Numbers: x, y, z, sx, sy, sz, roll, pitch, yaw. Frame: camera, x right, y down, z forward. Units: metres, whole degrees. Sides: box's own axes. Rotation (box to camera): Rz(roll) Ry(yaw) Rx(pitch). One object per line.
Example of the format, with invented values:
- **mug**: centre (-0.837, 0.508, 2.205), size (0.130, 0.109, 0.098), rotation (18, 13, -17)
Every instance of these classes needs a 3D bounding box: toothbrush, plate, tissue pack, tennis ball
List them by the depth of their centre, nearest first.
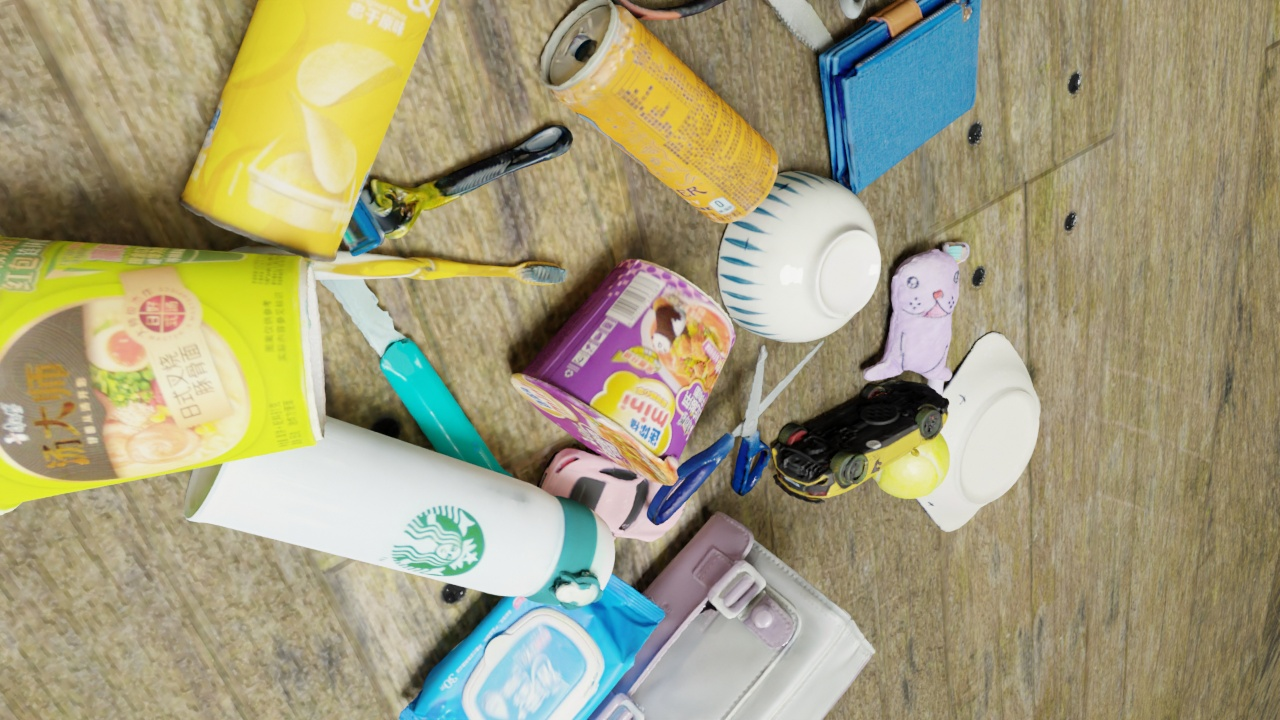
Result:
- **toothbrush**: centre (-0.116, -0.048, 0.478), size (0.191, 0.018, 0.016), rotation (-2, 98, -40)
- **tissue pack**: centre (-0.066, 0.192, 0.574), size (0.095, 0.052, 0.157), rotation (42, 80, 1)
- **tennis ball**: centre (0.218, 0.080, 0.746), size (0.065, 0.065, 0.065), rotation (-14, 116, -31)
- **toothbrush**: centre (0.248, -0.002, 0.755), size (0.029, 0.021, 0.189), rotation (-7, 108, -27)
- **plate**: centre (0.313, 0.074, 0.832), size (0.164, 0.034, 0.163), rotation (-51, 128, -7)

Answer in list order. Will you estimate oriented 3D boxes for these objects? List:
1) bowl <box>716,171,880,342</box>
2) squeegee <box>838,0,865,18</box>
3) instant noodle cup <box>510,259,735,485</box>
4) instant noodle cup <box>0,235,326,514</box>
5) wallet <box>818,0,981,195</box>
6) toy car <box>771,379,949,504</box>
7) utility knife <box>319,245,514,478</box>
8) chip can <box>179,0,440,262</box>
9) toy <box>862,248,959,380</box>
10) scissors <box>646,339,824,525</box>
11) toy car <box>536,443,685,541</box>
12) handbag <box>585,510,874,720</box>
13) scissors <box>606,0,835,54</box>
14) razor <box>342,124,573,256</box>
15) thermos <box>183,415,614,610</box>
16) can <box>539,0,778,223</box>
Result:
- **bowl**: centre (0.116, -0.064, 0.613), size (0.116, 0.066, 0.116), rotation (-14, 116, -31)
- **squeegee**: centre (0.166, -0.327, 0.556), size (0.247, 0.040, 0.249), rotation (18, 96, -28)
- **instant noodle cup**: centre (-0.003, 0.003, 0.537), size (0.111, 0.112, 0.099), rotation (47, 70, -38)
- **instant noodle cup**: centre (-0.193, -0.001, 0.368), size (0.123, 0.111, 0.112), rotation (-5, 112, -15)
- **wallet**: centre (0.178, -0.188, 0.625), size (0.132, 0.040, 0.106), rotation (-37, 135, -20)
- **toy car**: centre (0.171, 0.059, 0.700), size (0.155, 0.071, 0.041), rotation (-25, 120, -26)
- **utility knife**: centre (-0.119, 0.020, 0.514), size (0.029, 0.013, 0.223), rotation (-40, 126, -19)
- **chip can**: centre (-0.127, -0.153, 0.401), size (0.072, 0.072, 0.213), rotation (19, 98, -39)
- **toy**: centre (0.216, -0.034, 0.715), size (0.083, 0.039, 0.108), rotation (-3, 112, -22)
- **scissors**: centre (0.066, 0.052, 0.617), size (0.162, 0.012, 0.173), rotation (-35, 149, -25)
- **toy car**: centre (-0.015, 0.090, 0.604), size (0.122, 0.037, 0.056), rotation (16, 100, -40)
- **handbag**: centre (0.038, 0.216, 0.622), size (0.197, 0.145, 0.098), rotation (-47, 133, -10)
- **scissors**: centre (0.056, -0.237, 0.530), size (0.188, 0.015, 0.227), rotation (-46, 128, -15)
- **razor**: centre (-0.096, -0.094, 0.480), size (0.142, 0.022, 0.042), rotation (-29, 79, -27)
- **thermos**: centre (-0.114, 0.082, 0.487), size (0.224, 0.073, 0.073), rotation (24, 94, -32)
- **can**: centre (0.015, -0.136, 0.516), size (0.146, 0.058, 0.058), rotation (30, 90, -39)
